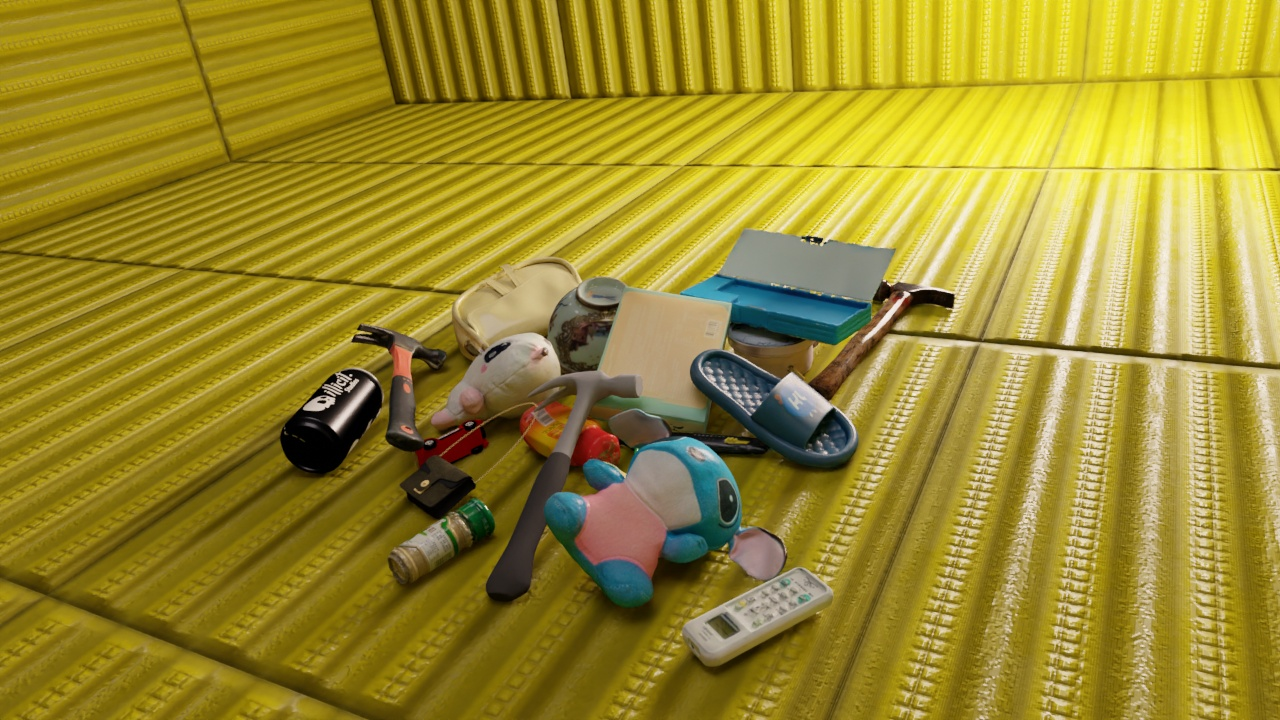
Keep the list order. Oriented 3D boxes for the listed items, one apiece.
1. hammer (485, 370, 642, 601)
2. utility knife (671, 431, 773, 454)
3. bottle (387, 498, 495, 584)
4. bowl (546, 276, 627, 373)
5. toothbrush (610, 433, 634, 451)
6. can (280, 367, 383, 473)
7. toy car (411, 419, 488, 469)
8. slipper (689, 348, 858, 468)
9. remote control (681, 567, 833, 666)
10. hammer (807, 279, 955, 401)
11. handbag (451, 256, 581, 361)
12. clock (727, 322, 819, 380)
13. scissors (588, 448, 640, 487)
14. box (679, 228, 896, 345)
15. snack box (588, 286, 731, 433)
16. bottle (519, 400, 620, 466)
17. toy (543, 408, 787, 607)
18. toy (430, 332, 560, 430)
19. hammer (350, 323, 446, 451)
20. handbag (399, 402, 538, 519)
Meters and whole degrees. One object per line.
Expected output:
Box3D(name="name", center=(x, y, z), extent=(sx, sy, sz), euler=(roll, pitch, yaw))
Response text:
Box3D(name="hammer", center=(-0.095, 0.120, 0.967), extent=(0.125, 0.029, 0.309), euler=(0, 41, 20))
Box3D(name="utility knife", center=(0.077, 0.095, 1.051), extent=(0.175, 0.020, 0.028), euler=(2, 30, 17))
Box3D(name="bottle", center=(-0.200, 0.183, 0.926), extent=(0.109, 0.043, 0.043), euler=(-30, 34, -36))
Box3D(name="bowl", center=(-0.053, -0.059, 1.267), extent=(0.160, 0.094, 0.159), euler=(1, 39, -1))
Box3D(name="toothbrush", center=(0.017, 0.114, 1.034), extent=(0.188, 0.014, 0.017), euler=(18, 50, 42))
Box3D(name="can", center=(-0.384, 0.073, 1.153), extent=(0.080, 0.080, 0.145), euler=(-3, 27, 11))
Box3D(name="toy car", center=(-0.227, 0.102, 1.098), extent=(0.089, 0.038, 0.025), euler=(-26, 29, -31))
Box3D(name="slipper", center=(0.153, 0.043, 1.037), extent=(0.214, 0.059, 0.103), euler=(33, 42, 23))
Box3D(name="remote control", center=(0.101, 0.220, 0.785), extent=(0.133, 0.022, 0.050), euler=(-20, 29, -23))
Box3D(name="hammer", center=(0.312, -0.030, 1.223), extent=(0.120, 0.033, 0.329), euler=(12, 33, 32))
Box3D(name="handbag", center=(-0.180, -0.076, 1.392), extent=(0.232, 0.089, 0.191), euler=(-22, 33, -27))
Box3D(name="clock", center=(0.180, -0.028, 1.221), extent=(0.117, 0.059, 0.157), euler=(3, 28, 20))
Box3D(name="scissors", center=(0.000, 0.132, 0.962), extent=(0.126, 0.012, 0.123), euler=(0, 47, -45))
Box3D(name="box", center=(0.196, -0.094, 1.220), extent=(0.244, 0.060, 0.175), euler=(16, 51, 39))
Box3D(name="snack box", center=(0.027, -0.002, 1.131), extent=(0.141, 0.044, 0.193), euler=(9, 52, 9))
Box3D(name="bottle", center=(-0.080, 0.090, 1.068), extent=(0.071, 0.048, 0.134), euler=(-30, 33, -33))
Box3D(name="toy", center=(0.021, 0.151, 0.868), extent=(0.190, 0.099, 0.224), euler=(-31, 64, -32))
Box3D(name="toy", center=(-0.184, 0.035, 1.164), extent=(0.179, 0.101, 0.139), euler=(-30, 8, -5))
Box3D(name="hammer", center=(-0.305, 0.032, 1.173), extent=(0.133, 0.033, 0.333), euler=(26, 13, -24))
Box3D(name="handbag", center=(-0.187, 0.103, 1.050), extent=(0.177, 0.027, 0.084), euler=(-41, 39, -26))
